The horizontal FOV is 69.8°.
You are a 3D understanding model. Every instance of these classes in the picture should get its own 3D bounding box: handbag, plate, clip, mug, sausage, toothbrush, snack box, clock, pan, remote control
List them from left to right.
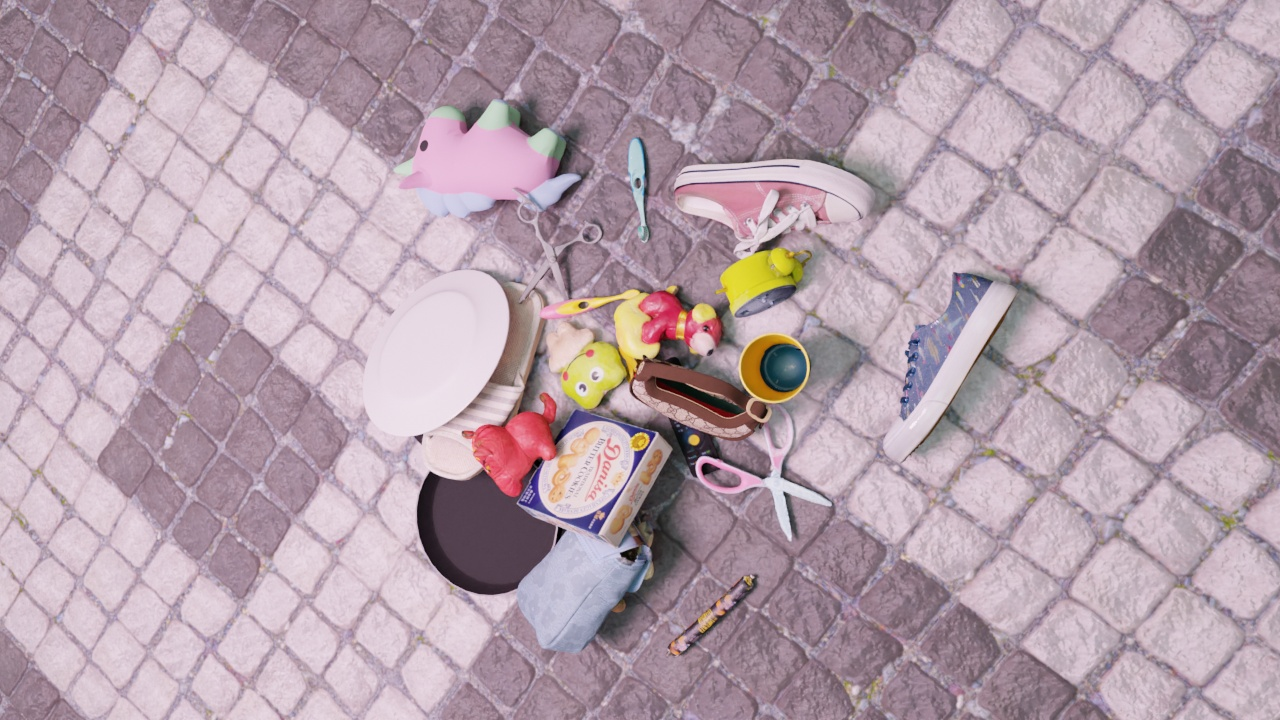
[{"bbox_3d":[-0.271,-0.016,1.183,0.243,0.016,0.242,-17,55,25],"label":"plate"},{"bbox_3d":[-0.246,0.149,1.227,0.204,0.044,0.355,-41,79,13],"label":"pan"},{"bbox_3d":[-0.065,-0.073,1.180,0.135,0.016,0.021,-12,93,10],"label":"toothbrush"},{"bbox_3d":[-0.056,0.140,1.115,0.145,0.042,0.144,12,61,39],"label":"snack box"},{"bbox_3d":[-0.057,0.268,1.136,0.192,0.118,0.122,-55,42,10],"label":"handbag"},{"bbox_3d":[-0.005,0.005,1.160,0.045,0.048,0.054,-39,41,-3],"label":"clip"},{"bbox_3d":[-0.002,-0.217,1.167,0.022,0.017,0.135,-6,89,20],"label":"toothbrush"},{"bbox_3d":[0.056,0.071,1.150,0.041,0.020,0.152,-22,85,3],"label":"remote control"},{"bbox_3d":[0.071,0.043,1.071,0.166,0.138,0.063,25,79,-2],"label":"handbag"},{"bbox_3d":[0.087,0.320,1.143,0.155,0.020,0.020,-46,79,12],"label":"sausage"},{"bbox_3d":[0.151,-0.096,1.090,0.119,0.083,0.057,-27,76,17],"label":"clock"},{"bbox_3d":[0.163,0.008,1.065,0.078,0.121,0.078,0,90,16],"label":"mug"}]

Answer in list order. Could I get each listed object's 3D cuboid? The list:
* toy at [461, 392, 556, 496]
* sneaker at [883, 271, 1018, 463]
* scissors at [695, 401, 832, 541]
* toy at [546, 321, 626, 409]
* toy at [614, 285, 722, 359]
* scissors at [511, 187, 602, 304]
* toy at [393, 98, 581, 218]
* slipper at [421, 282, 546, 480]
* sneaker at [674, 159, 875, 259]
[{"bbox_3d":[-0.153,0.089,1.129,0.132,0.094,0.088,-53,33,-16],"label":"toy"},{"bbox_3d":[0.331,0.004,1.038,0.079,0.087,0.235,32,96,19],"label":"sneaker"},{"bbox_3d":[0.158,0.127,1.119,0.170,0.014,0.168,20,89,10],"label":"scissors"},{"bbox_3d":[-0.076,0.001,1.176,0.092,0.043,0.118,-44,75,22],"label":"toy"},{"bbox_3d":[0.034,-0.047,1.135,0.137,0.067,0.105,6,67,14],"label":"toy"},{"bbox_3d":[-0.119,-0.145,1.173,0.141,0.014,0.175,-34,112,-6],"label":"scissors"},{"bbox_3d":[-0.196,-0.245,1.182,0.222,0.120,0.171,32,97,6],"label":"toy"},{"bbox_3d":[-0.202,0.023,1.186,0.114,0.054,0.272,22,81,8],"label":"slipper"},{"bbox_3d":[0.149,-0.177,1.081,0.241,0.118,0.087,6,72,22],"label":"sneaker"}]
